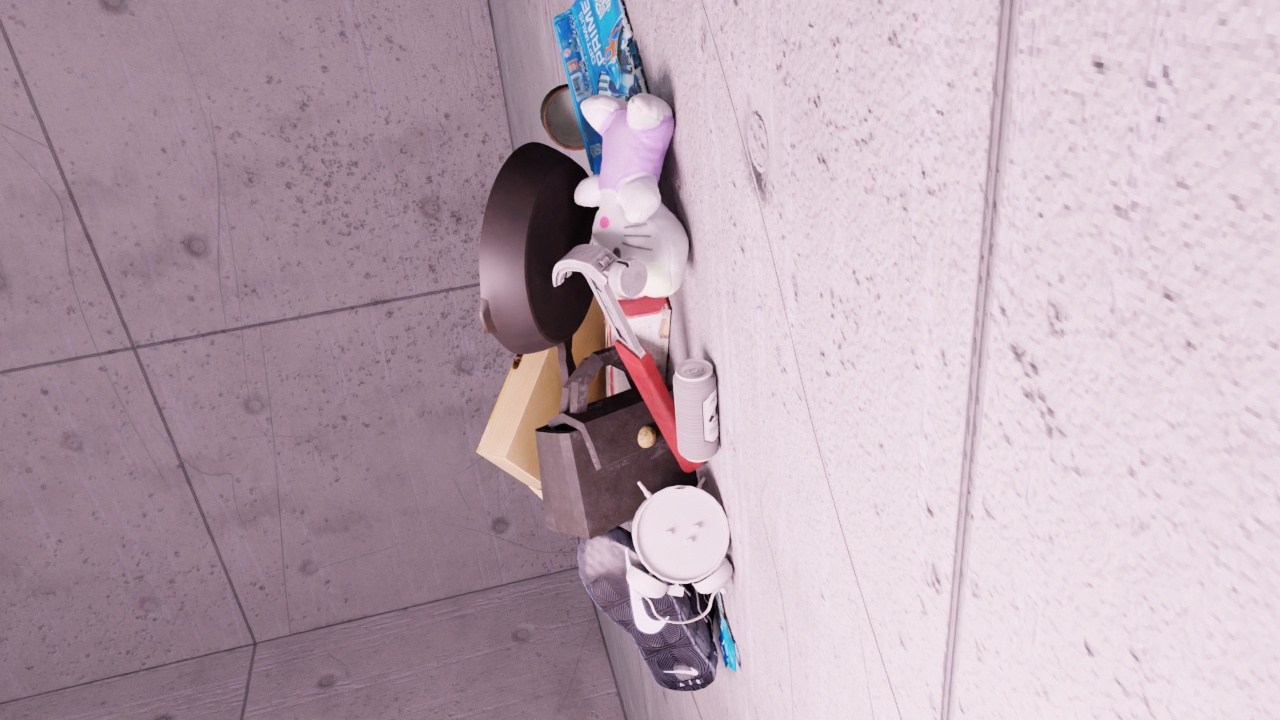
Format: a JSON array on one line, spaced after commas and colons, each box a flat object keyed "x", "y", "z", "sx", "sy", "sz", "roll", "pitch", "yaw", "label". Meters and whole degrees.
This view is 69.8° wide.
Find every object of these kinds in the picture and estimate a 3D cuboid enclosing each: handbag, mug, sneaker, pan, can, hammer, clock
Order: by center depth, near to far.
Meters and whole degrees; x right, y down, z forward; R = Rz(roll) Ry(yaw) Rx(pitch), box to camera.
[{"x": 0.058, "y": 0.053, "z": 0.948, "sx": 0.044, "sy": 0.044, "sz": 0.107, "roll": -115, "pitch": 16, "yaw": -55, "label": "can"}, {"x": 0.002, "y": 0.009, "z": 0.973, "sx": 0.126, "sy": 0.036, "sz": 0.316, "roll": 19, "pitch": 146, "yaw": 44, "label": "hammer"}, {"x": 0.043, "y": 0.212, "z": 1.018, "sx": 0.061, "sy": 0.120, "sz": 0.159, "roll": 144, "pitch": 123, "yaw": -80, "label": "clock"}, {"x": -0.089, "y": -0.069, "z": 1.031, "sx": 0.247, "sy": 0.043, "sz": 0.357, "roll": -64, "pitch": -27, "yaw": -42, "label": "pan"}, {"x": -0.022, "y": 0.081, "z": 1.076, "sx": 0.102, "sy": 0.196, "sz": 0.199, "roll": 1, "pitch": 105, "yaw": 47, "label": "handbag"}, {"x": 0.024, "y": 0.273, "z": 1.142, "sx": 0.252, "sy": 0.097, "sz": 0.150, "roll": 58, "pitch": -155, "yaw": -17, "label": "sneaker"}, {"x": -0.089, "y": -0.350, "z": 1.262, "sx": 0.111, "sy": 0.085, "sz": 0.081, "roll": -66, "pitch": 18, "yaw": 14, "label": "mug"}]

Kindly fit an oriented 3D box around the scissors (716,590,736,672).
[{"x": 0.097, "y": 0.313, "z": 1.124, "sx": 0.073, "sy": 0.016, "sz": 0.134, "roll": 114, "pitch": 145, "yaw": -78, "label": "scissors"}]

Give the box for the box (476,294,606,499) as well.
[{"x": -0.098, "y": 0.051, "z": 1.205, "sx": 0.257, "sy": 0.076, "sz": 0.246, "roll": 64, "pitch": -136, "yaw": -65, "label": "box"}]

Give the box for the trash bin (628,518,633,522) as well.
[{"x": -0.010, "y": 0.153, "z": 1.356, "sx": 0.094, "sy": 0.092, "sz": 0.160, "roll": 132, "pitch": 122, "yaw": -79, "label": "trash bin"}]

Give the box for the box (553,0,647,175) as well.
[{"x": -0.044, "y": -0.300, "z": 1.046, "sx": 0.167, "sy": 0.075, "sz": 0.243, "roll": 109, "pitch": 148, "yaw": -71, "label": "box"}]

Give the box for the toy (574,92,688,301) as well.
[{"x": -0.008, "y": -0.161, "z": 0.928, "sx": 0.138, "sy": 0.085, "sz": 0.209, "roll": 18, "pitch": 115, "yaw": 50, "label": "toy"}]

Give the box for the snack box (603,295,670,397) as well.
[{"x": -0.007, "y": 0.007, "z": 1.188, "sx": 0.273, "sy": 0.076, "sz": 0.044, "roll": 91, "pitch": 168, "yaw": -56, "label": "snack box"}]
